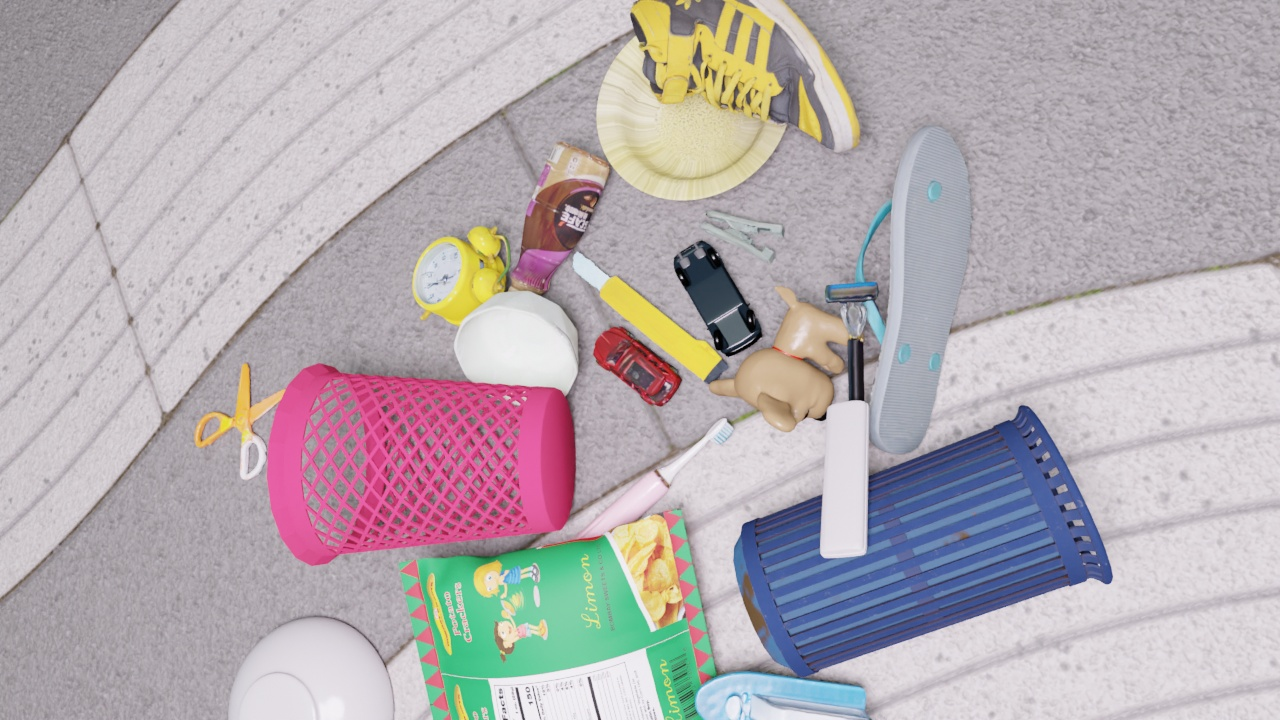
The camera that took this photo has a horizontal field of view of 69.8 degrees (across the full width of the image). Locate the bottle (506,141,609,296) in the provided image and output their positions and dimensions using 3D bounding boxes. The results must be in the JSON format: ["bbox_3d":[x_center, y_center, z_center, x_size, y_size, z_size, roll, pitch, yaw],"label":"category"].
[{"bbox_3d":[-0.086,-0.123,0.881,0.060,0.059,0.166,27,99,19],"label":"bottle"}]

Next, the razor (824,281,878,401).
[{"bbox_3d":[0.173,0.010,0.739,0.043,0.022,0.144,-1,93,24],"label":"razor"}]

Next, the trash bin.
[{"bbox_3d":[0.206,0.146,0.709,0.250,0.139,0.139,-24,75,14],"label":"trash bin"}]

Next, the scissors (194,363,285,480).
[{"bbox_3d":[-0.423,0.070,0.980,0.125,0.011,0.128,-33,75,12],"label":"scissors"}]

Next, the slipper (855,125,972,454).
[{"bbox_3d":[0.224,-0.057,0.770,0.055,0.098,0.269,10,95,54],"label":"slipper"}]

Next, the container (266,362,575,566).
[{"bbox_3d":[-0.182,0.091,0.828,0.226,0.183,0.183,-2,81,9],"label":"container"}]

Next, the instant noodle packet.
[{"bbox_3d":[-0.068,0.247,0.793,0.253,0.090,0.195,-12,92,6],"label":"instant noodle packet"}]

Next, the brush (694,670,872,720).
[{"bbox_3d":[0.111,0.282,0.735,0.136,0.075,0.055,7,84,2],"label":"brush"}]

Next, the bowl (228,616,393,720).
[{"bbox_3d":[-0.330,0.340,0.882,0.177,0.066,0.176,-3,81,17],"label":"bowl"}]

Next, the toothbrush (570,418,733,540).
[{"bbox_3d":[-0.003,0.128,0.833,0.223,0.027,0.026,-41,107,8],"label":"toothbrush"}]

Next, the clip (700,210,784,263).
[{"bbox_3d":[0.097,-0.124,0.843,0.078,0.023,0.050,37,92,17],"label":"clip"}]

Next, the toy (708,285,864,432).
[{"bbox_3d":[0.129,0.004,0.780,0.105,0.134,0.108,31,90,-23],"label":"toy"}]

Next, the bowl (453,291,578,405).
[{"bbox_3d":[-0.109,-0.019,0.857,0.117,0.117,0.061,-3,38,17],"label":"bowl"}]

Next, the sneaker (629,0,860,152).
[{"bbox_3d":[0.078,-0.249,0.792,0.122,0.086,0.238,-35,69,3],"label":"sneaker"}]

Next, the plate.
[{"bbox_3d":[0.052,-0.235,0.865,0.184,0.036,0.184,-3,81,16],"label":"plate"}]

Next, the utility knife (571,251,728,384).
[{"bbox_3d":[0.004,-0.044,0.861,0.191,0.018,0.030,40,90,15],"label":"utility knife"}]

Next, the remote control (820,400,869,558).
[{"bbox_3d":[0.153,0.086,0.688,0.033,0.012,0.130,-12,48,28],"label":"remote control"}]

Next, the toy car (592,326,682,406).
[{"bbox_3d":[-0.005,0.005,0.850,0.091,0.036,0.042,40,95,24],"label":"toy car"}]

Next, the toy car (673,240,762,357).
[{"bbox_3d":[0.069,-0.056,0.834,0.046,0.034,0.112,-31,73,10],"label":"toy car"}]

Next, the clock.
[{"bbox_3d":[-0.167,-0.082,0.889,0.119,0.057,0.083,-23,63,29],"label":"clock"}]
